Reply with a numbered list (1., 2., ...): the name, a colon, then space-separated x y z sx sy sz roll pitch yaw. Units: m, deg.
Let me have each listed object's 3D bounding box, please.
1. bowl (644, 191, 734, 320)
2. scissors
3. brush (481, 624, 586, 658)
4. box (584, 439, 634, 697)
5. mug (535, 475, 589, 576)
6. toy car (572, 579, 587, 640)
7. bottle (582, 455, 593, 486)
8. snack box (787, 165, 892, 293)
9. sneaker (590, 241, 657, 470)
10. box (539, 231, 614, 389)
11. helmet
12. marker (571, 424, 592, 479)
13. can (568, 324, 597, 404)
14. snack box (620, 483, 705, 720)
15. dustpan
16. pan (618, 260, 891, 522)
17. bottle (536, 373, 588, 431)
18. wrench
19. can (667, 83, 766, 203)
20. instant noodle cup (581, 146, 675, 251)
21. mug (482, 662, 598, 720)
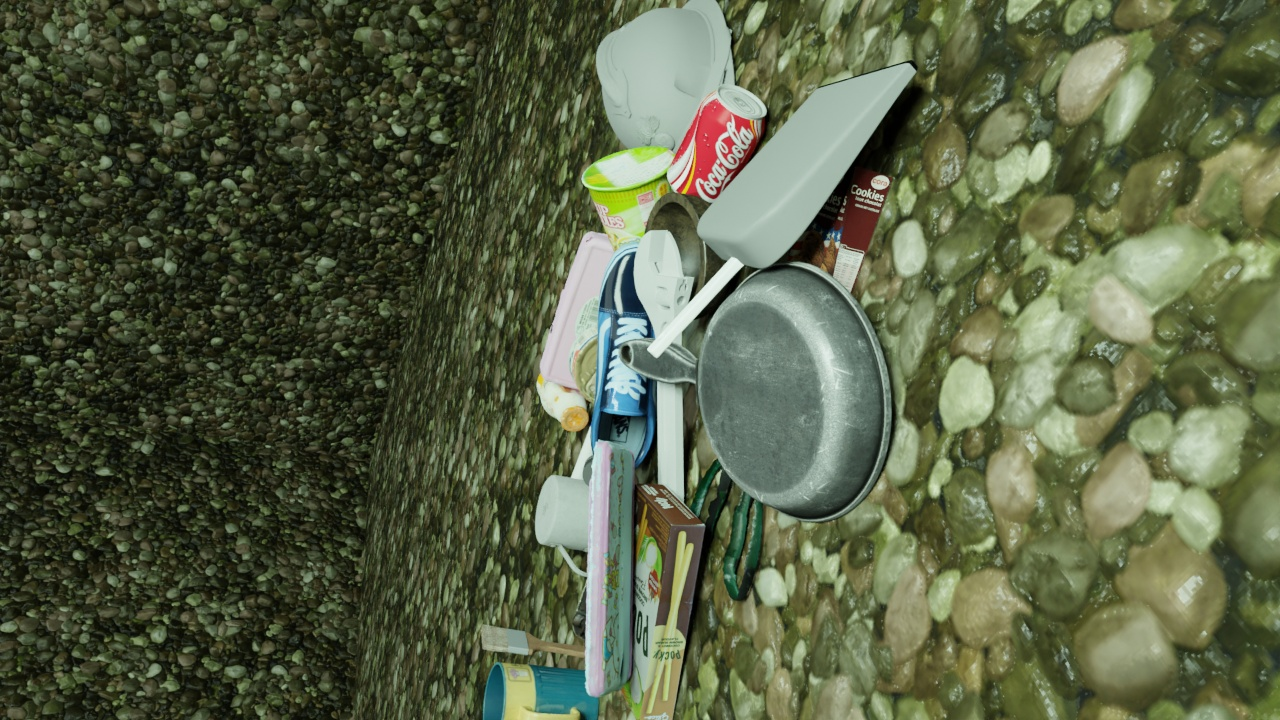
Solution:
1. bowl: 0.054 -0.097 0.865 0.121 0.056 0.121 21 113 61
2. scissors: 0.088 0.098 0.745 0.146 0.015 0.210 -110 35 -59
3. brush: -0.089 0.290 0.926 0.045 0.143 0.008 -147 70 -77
4. box: -0.028 0.183 0.826 0.150 0.049 0.214 90 -179 -80
5. mug: -0.076 0.189 1.048 0.085 0.070 0.113 131 146 -52
6. toy car: -0.035 0.243 0.952 0.040 0.048 0.113 -43 -26 -70
7. bottle: -0.049 0.123 1.040 0.113 0.030 0.030 178 103 -88
8. snack box: 0.137 -0.075 0.682 0.051 0.031 0.141 -131 55 -64
9. sneaker: -0.005 0.006 0.925 0.098 0.083 0.241 -112 28 -75
10. box: -0.057 -0.070 1.125 0.102 0.087 0.202 -92 21 -62
11. helmet: 0.008 -0.301 1.005 0.184 0.117 0.270 126 146 -48
12. marker: -0.074 0.138 1.136 0.020 0.020 0.142 -113 40 -56
13. can: -0.035 0.005 1.010 0.043 0.086 0.086 -130 54 -66
14. snack box: 0.011 0.217 0.832 0.101 0.031 0.186 -144 60 -67
15. dustpan: 0.087 -0.108 0.686 0.257 0.033 0.163 -47 15 0
16. pan: 0.060 0.014 0.729 0.357 0.055 0.187 12 107 57
17. bottle: -0.096 0.048 1.181 0.108 0.063 0.063 -121 46 -57
18. wrench: 0.021 0.015 0.865 0.087 0.018 0.273 18 111 62
19. can: 0.072 -0.201 0.867 0.064 0.064 0.105 -99 29 -42
20. instant noodle cup: -0.001 -0.153 0.958 0.098 0.099 0.108 -114 8 -56
21. mug: -0.102 0.370 0.970 0.114 0.107 0.083 166 115 -68
